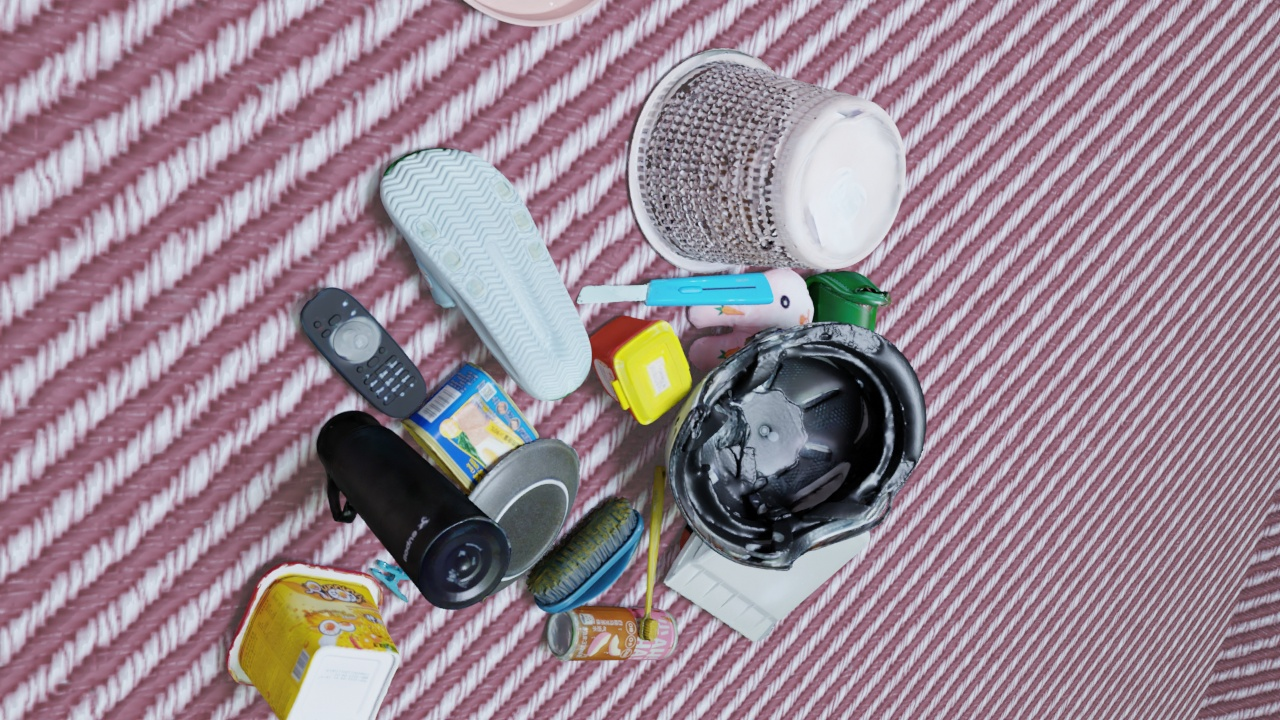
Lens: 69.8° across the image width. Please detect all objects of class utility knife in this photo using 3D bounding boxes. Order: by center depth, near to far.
[{"bbox_3d":[0.038,-0.069,0.934,0.216,0.018,0.034,-4,88,-21],"label":"utility knife"}]

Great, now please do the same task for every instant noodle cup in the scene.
[{"bbox_3d":[-0.269,0.246,0.775,0.116,0.124,0.116,22,92,-39],"label":"instant noodle cup"}]

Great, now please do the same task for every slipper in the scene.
[{"bbox_3d":[-0.130,-0.072,0.794,0.103,0.074,0.245,-41,109,-28],"label":"slipper"}]

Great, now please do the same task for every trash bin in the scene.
[{"bbox_3d":[0.132,-0.177,0.876,0.227,0.192,0.228,-13,113,-32],"label":"trash bin"}]

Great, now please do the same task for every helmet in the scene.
[{"bbox_3d":[0.145,0.083,0.963,0.273,0.157,0.230,-36,98,-12],"label":"helmet"}]

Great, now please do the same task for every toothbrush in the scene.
[{"bbox_3d":[0.017,0.210,1.004,0.015,0.017,0.190,11,81,-40],"label":"toothbrush"}]

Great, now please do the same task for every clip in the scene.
[{"bbox_3d":[-0.229,0.204,0.861,0.038,0.013,0.055,-51,130,-12],"label":"clip"}]

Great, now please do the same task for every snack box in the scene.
[{"bbox_3d":[-0.005,0.005,0.911,0.081,0.080,0.091,-37,124,-22],"label":"snack box"}]

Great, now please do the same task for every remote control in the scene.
[{"bbox_3d":[-0.233,-0.006,0.776,0.053,0.024,0.136,-43,125,-14],"label":"remote control"}]

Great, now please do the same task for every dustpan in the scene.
[{"bbox_3d":[0.165,0.187,1.131,0.258,0.142,0.222,-38,131,11],"label":"dustpan"}]

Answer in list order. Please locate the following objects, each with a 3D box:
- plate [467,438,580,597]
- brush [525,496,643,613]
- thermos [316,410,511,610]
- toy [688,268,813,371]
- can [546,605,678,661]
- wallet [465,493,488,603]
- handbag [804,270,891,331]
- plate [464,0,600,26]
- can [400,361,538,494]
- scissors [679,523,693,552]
[{"bbox_3d":[-0.115,0.158,0.881,0.179,0.024,0.180,-37,144,-33],"label":"plate"},{"bbox_3d":[-0.052,0.211,0.966,0.143,0.055,0.073,-42,125,-17],"label":"brush"},{"bbox_3d":[-0.188,0.115,0.711,0.068,0.243,0.090,14,96,-38],"label":"thermos"},{"bbox_3d":[0.125,-0.038,1.012,0.159,0.054,0.121,-13,112,-24],"label":"toy"},{"bbox_3d":[-0.030,0.301,1.013,0.147,0.058,0.058,14,97,-39],"label":"can"},{"bbox_3d":[-0.152,0.172,0.903,0.122,0.020,0.096,-56,134,-8],"label":"wallet"},{"bbox_3d":[0.237,-0.034,1.050,0.067,0.120,0.131,-10,114,-27],"label":"handbag"},{"bbox_3d":[-0.095,-0.391,0.738,0.229,0.028,0.230,-13,113,-33],"label":"plate"},{"bbox_3d":[-0.154,0.065,0.840,0.083,0.057,0.102,-45,127,-18],"label":"can"},{"bbox_3d":[0.077,0.159,1.067,0.202,0.015,0.204,38,82,-39],"label":"scissors"}]
